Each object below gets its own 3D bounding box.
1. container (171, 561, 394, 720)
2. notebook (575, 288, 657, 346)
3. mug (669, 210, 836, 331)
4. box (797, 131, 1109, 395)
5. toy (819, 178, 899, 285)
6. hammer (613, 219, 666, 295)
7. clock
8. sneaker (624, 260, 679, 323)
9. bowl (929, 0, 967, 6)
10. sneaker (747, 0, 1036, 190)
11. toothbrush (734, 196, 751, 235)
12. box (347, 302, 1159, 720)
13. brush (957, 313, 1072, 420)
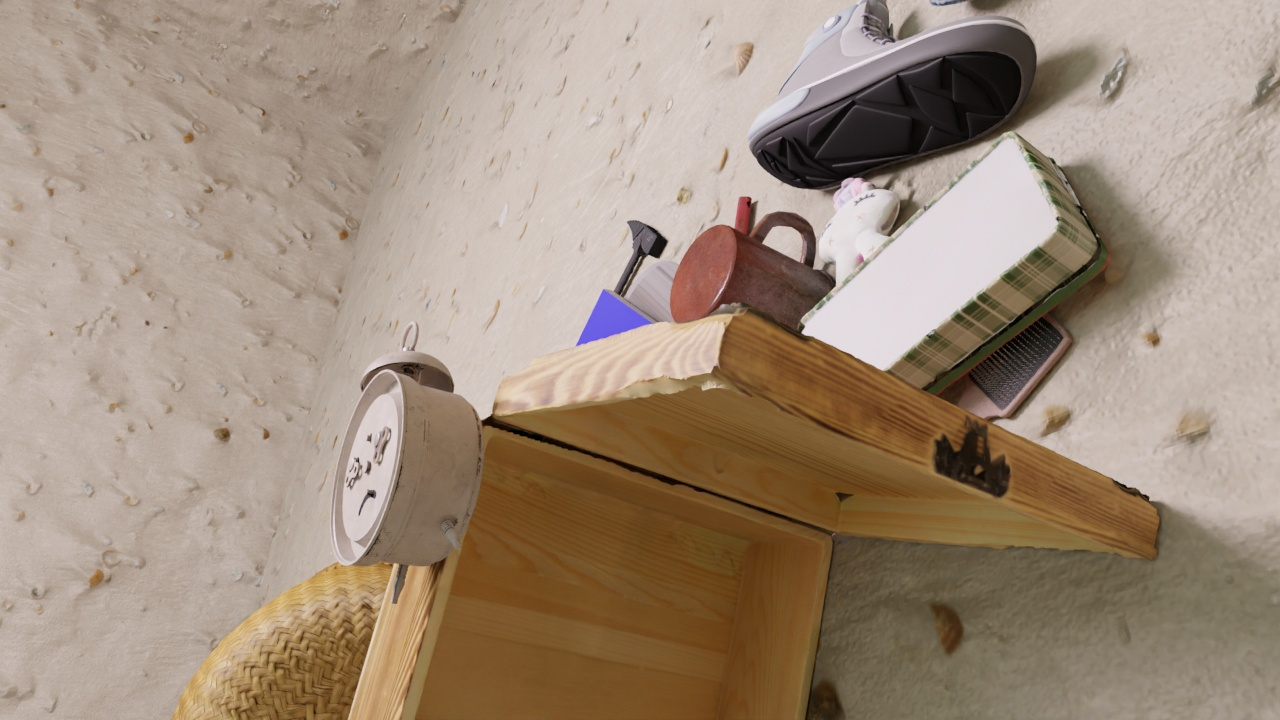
[{"bbox_3d":[-0.245,0.337,0.812,0.197,0.306,0.306,156,131,-68],"label":"container"},{"bbox_3d":[-0.016,0.068,0.835,0.171,0.022,0.209,36,109,29],"label":"notebook"},{"bbox_3d":[0.095,-0.065,0.736,0.096,0.110,0.123,14,84,58],"label":"mug"},{"bbox_3d":[0.188,-0.039,0.589,0.206,0.051,0.117,-48,26,34],"label":"box"},{"bbox_3d":[0.166,-0.096,0.702,0.079,0.038,0.122,-52,27,42],"label":"toy"},{"bbox_3d":[-0.064,-0.017,1.100,0.325,0.015,0.095,-62,28,14],"label":"hammer"},{"bbox_3d":[-0.125,0.045,0.509,0.104,0.061,0.156,-43,43,40],"label":"clock"},{"bbox_3d":[-0.005,0.005,0.894,0.099,0.089,0.237,50,115,22],"label":"sneaker"},{"bbox_3d":[0.236,-0.300,0.681,0.114,0.061,0.114,-17,25,8],"label":"bowl"},{"bbox_3d":[0.196,-0.234,0.706,0.257,0.093,0.160,-12,52,58],"label":"sneaker"},{"bbox_3d":[0.090,-0.072,0.849,0.017,0.016,0.189,-22,51,50],"label":"toothbrush"},{"bbox_3d":[0.041,0.142,0.497,0.337,0.279,0.285,-20,54,58],"label":"box"},{"bbox_3d":[0.204,0.025,0.565,0.136,0.015,0.049,-57,28,21],"label":"brush"}]
